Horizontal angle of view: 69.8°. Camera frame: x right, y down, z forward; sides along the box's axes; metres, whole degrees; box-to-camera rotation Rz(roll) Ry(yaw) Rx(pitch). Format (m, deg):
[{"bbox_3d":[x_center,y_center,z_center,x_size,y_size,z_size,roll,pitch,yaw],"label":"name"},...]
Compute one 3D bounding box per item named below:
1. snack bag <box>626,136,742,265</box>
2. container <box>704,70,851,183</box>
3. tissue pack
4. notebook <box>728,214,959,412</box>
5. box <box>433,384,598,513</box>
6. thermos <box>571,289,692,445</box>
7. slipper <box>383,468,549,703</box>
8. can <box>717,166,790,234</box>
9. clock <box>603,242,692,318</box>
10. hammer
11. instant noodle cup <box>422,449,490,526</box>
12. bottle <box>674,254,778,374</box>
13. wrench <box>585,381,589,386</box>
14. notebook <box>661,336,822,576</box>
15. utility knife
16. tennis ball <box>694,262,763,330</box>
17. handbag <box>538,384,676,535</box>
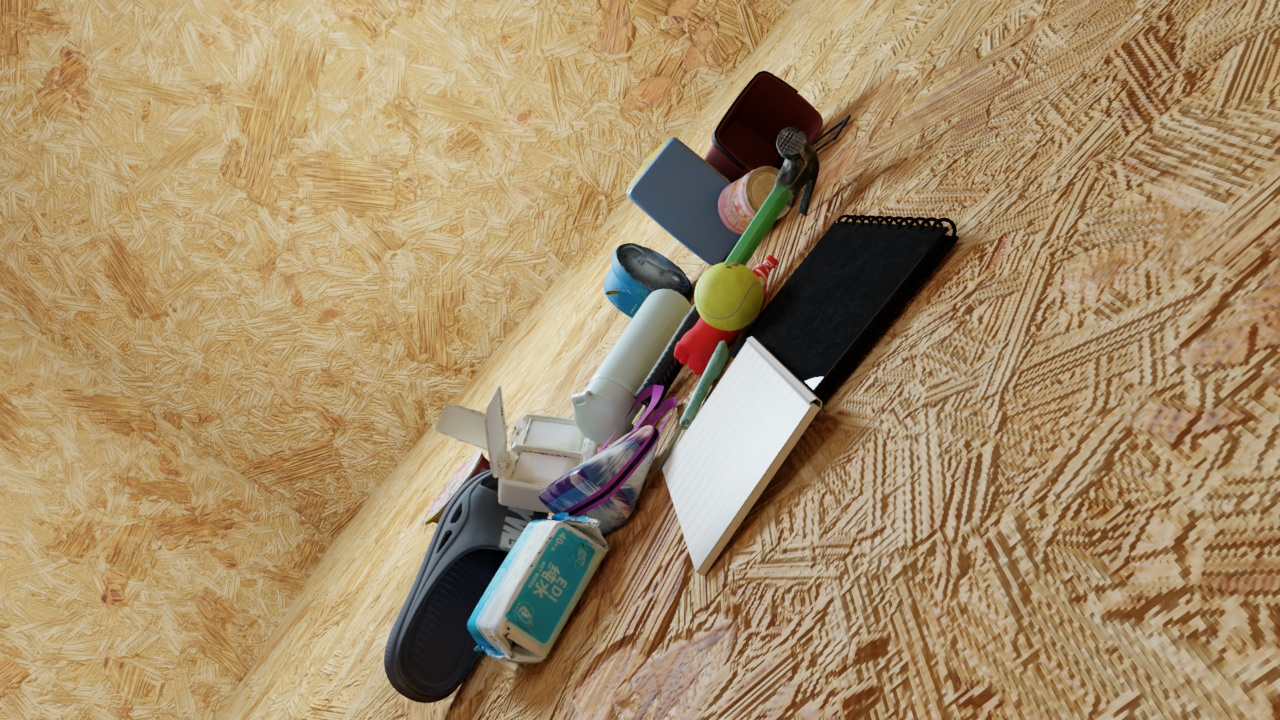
[{"bbox_3d":[0.066,-0.223,1.259,0.102,0.159,0.205,-50,10,10],"label":"snack bag"},{"bbox_3d":[0.172,-0.302,1.217,0.147,0.127,0.201,-55,6,-21],"label":"container"},{"bbox_3d":[-0.088,0.197,0.803,0.144,0.061,0.093,-59,16,-23],"label":"tissue pack"},{"bbox_3d":[0.155,-0.049,0.751,0.169,0.019,0.231,-52,12,3],"label":"notebook"},{"bbox_3d":[-0.126,0.079,0.989,0.144,0.186,0.101,-86,18,-62],"label":"box"},{"bbox_3d":[-0.006,0.006,1.046,0.065,0.078,0.206,-14,33,43],"label":"thermos"},{"bbox_3d":[-0.165,0.214,0.935,0.084,0.110,0.267,-32,25,49],"label":"slipper"},{"bbox_3d":[0.139,-0.194,1.122,0.067,0.067,0.076,-55,14,-18],"label":"can"},{"bbox_3d":[0.010,-0.109,1.246,0.060,0.117,0.161,-58,6,28],"label":"clock"},{"bbox_3d":[0.091,-0.086,0.973,0.319,0.032,0.130,-57,-20,4],"label":"hammer"},{"bbox_3d":[-0.172,0.174,1.058,0.100,0.112,0.100,-49,12,13],"label":"instant noodle cup"},{"bbox_3d":[0.090,-0.049,0.928,0.141,0.042,0.042,-50,12,-1],"label":"bottle"},{"bbox_3d":[-0.011,-0.013,1.202,0.073,0.022,0.272,-10,28,26],"label":"wrench"},{"bbox_3d":[0.069,0.062,0.710,0.143,0.009,0.209,-57,11,8],"label":"notebook"},{"bbox_3d":[0.051,0.044,0.864,0.022,0.015,0.158,83,-150,-50],"label":"utility knife"},{"bbox_3d":[0.084,-0.061,0.874,0.065,0.065,0.065,-48,12,14],"label":"tennis ball"},{"bbox_3d":[-0.018,0.088,0.897,0.145,0.068,0.169,-36,12,48],"label":"handbag"}]
